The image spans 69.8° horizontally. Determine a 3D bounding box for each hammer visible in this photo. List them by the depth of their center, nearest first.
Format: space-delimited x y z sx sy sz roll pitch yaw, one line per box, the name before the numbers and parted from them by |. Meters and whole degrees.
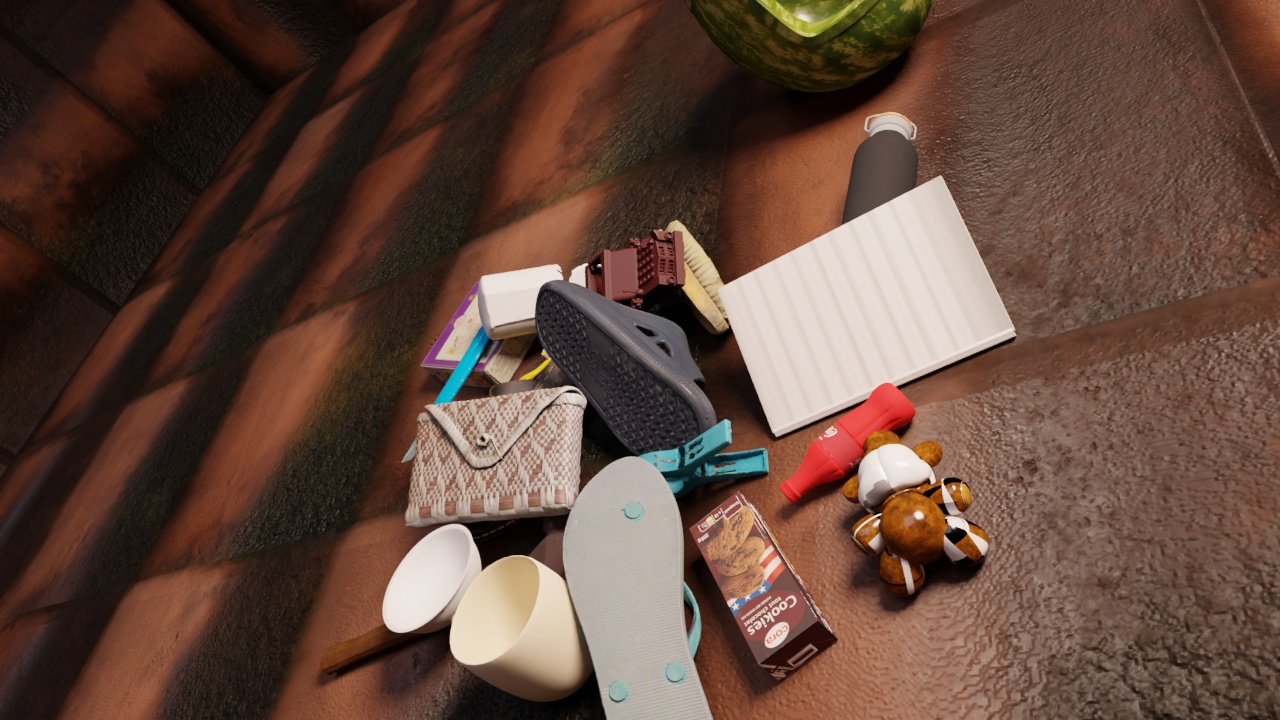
hammer | -0.191 0.244 0.885 0.324 0.033 0.115 -27 37 23

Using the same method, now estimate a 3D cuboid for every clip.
clip | 0.033 0.084 0.776 0.127 0.113 0.028 -32 39 39

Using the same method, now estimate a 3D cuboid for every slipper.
slipper | -0.002 0.203 0.709 0.098 0.055 0.268 -13 54 3
slipper | -0.005 0.005 0.888 0.083 0.111 0.268 -16 41 -35
slipper | -0.120 0.069 0.954 0.113 0.076 0.267 4 57 47

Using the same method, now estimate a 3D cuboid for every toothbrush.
toothbrush | -0.141 0.032 1.063 0.135 0.016 0.021 -49 40 -8

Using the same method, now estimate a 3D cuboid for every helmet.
helmet | 0.188 -0.406 0.999 0.243 0.247 0.213 83 -151 -85

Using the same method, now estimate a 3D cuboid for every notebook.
notebook | 0.180 -0.041 0.764 0.210 0.009 0.142 -26 73 23

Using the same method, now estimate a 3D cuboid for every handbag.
handbag | -0.143 0.093 0.885 0.186 0.047 0.124 -9 65 21

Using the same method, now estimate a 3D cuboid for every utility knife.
utility knife | -0.222 0.032 1.075 0.031 0.015 0.205 5 58 47

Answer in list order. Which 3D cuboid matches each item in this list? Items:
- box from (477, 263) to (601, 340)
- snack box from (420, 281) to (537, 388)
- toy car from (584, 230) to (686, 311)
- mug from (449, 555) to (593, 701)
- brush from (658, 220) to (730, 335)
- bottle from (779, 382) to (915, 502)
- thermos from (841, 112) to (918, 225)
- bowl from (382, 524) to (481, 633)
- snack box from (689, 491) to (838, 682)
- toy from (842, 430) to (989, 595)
box | -0.105 -0.070 1.064 0.166 0.083 0.092 -12 5 -8
snack box | -0.192 -0.036 1.161 0.148 0.040 0.143 3 56 46
toy car | -0.014 -0.081 0.953 0.170 0.061 0.070 150 120 -62
mug | -0.094 0.225 0.748 0.120 0.100 0.096 -16 42 36
brush | 0.056 -0.089 0.958 0.043 0.059 0.195 -31 38 3
bottle | 0.158 0.067 0.716 0.119 0.036 0.036 -41 35 4
thermos | 0.224 -0.155 0.857 0.061 0.061 0.230 -12 46 36
bowl | -0.183 0.210 0.848 0.110 0.040 0.109 -29 34 22
snack box | 0.088 0.165 0.689 0.051 0.032 0.140 -39 35 7
toy | 0.185 0.098 0.643 0.087 0.067 0.112 -31 28 17
